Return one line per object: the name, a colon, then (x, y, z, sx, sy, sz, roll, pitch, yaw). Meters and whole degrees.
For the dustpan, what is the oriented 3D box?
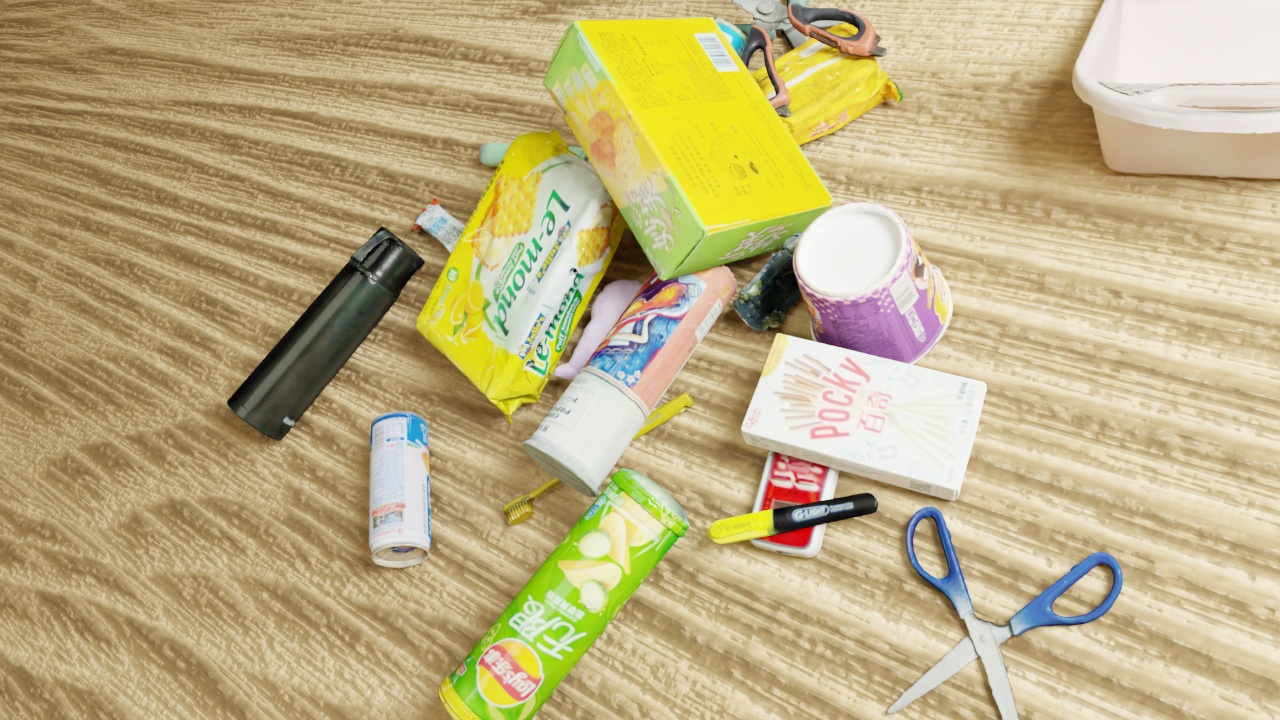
dustpan: (0.421, -0.226, 0.619, 0.223, 0.139, 0.273, 8, 68, 33)

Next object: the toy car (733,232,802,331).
toy car: (0.116, -0.066, 0.760, 0.090, 0.043, 0.034, -48, 18, 3)

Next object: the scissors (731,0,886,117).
scissors: (0.126, -0.305, 0.836, 0.226, 0.015, 0.188, 25, 73, 29)

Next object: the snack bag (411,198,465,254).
snack bag: (-0.212, -0.143, 0.992, 0.104, 0.026, 0.048, 32, 88, 37)

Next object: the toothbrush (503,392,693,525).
toothbrush: (-0.036, 0.084, 0.773, 0.190, 0.015, 0.016, -33, 57, 8)

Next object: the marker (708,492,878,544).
marker: (0.107, 0.112, 0.653, 0.124, 0.015, 0.018, -15, 65, 20)

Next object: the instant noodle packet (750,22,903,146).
instant noodle packet: (0.161, -0.247, 0.835, 0.128, 0.044, 0.110, -24, 52, 12)

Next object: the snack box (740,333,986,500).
snack box: (0.160, 0.039, 0.664, 0.157, 0.027, 0.084, 15, 68, 21)

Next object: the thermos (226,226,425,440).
thermos: (-0.330, -0.034, 0.956, 0.068, 0.090, 0.242, 36, 84, 16)

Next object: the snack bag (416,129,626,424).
snack bag: (-0.103, -0.084, 0.840, 0.158, 0.068, 0.247, 37, 101, 42)

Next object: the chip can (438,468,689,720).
chip can: (-0.054, 0.182, 0.692, 0.221, 0.072, 0.072, -50, 52, -5)

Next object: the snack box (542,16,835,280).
snack box: (0.038, -0.180, 0.750, 0.210, 0.157, 0.070, 60, 141, 14)

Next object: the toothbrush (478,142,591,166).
toothbrush: (-0.080, -0.210, 0.958, 0.225, 0.026, 0.027, 11, 48, 33)

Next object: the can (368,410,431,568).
can: (-0.218, 0.116, 0.831, 0.053, 0.053, 0.134, -22, 55, 17)

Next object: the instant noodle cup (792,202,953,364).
instant noodle cup: (0.168, -0.059, 0.690, 0.112, 0.099, 0.111, -15, 56, 23)

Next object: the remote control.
remote control: (0.121, 0.078, 0.687, 0.056, 0.020, 0.135, 6, 67, 32)

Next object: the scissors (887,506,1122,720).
scissors: (0.220, 0.165, 0.588, 0.173, 0.012, 0.162, -39, 53, 6)

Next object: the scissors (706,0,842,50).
scissors: (0.136, -0.366, 0.933, 0.170, 0.019, 0.180, 11, 68, 35)

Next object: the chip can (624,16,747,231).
chip can: (0.038, -0.221, 0.871, 0.071, 0.071, 0.209, 10, 68, 33)

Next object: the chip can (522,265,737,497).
chip can: (-0.004, 0.004, 0.750, 0.071, 0.071, 0.214, 23, 68, 36)

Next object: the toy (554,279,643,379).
toy: (-0.019, -0.023, 0.811, 0.084, 0.039, 0.107, 18, 71, 16)
